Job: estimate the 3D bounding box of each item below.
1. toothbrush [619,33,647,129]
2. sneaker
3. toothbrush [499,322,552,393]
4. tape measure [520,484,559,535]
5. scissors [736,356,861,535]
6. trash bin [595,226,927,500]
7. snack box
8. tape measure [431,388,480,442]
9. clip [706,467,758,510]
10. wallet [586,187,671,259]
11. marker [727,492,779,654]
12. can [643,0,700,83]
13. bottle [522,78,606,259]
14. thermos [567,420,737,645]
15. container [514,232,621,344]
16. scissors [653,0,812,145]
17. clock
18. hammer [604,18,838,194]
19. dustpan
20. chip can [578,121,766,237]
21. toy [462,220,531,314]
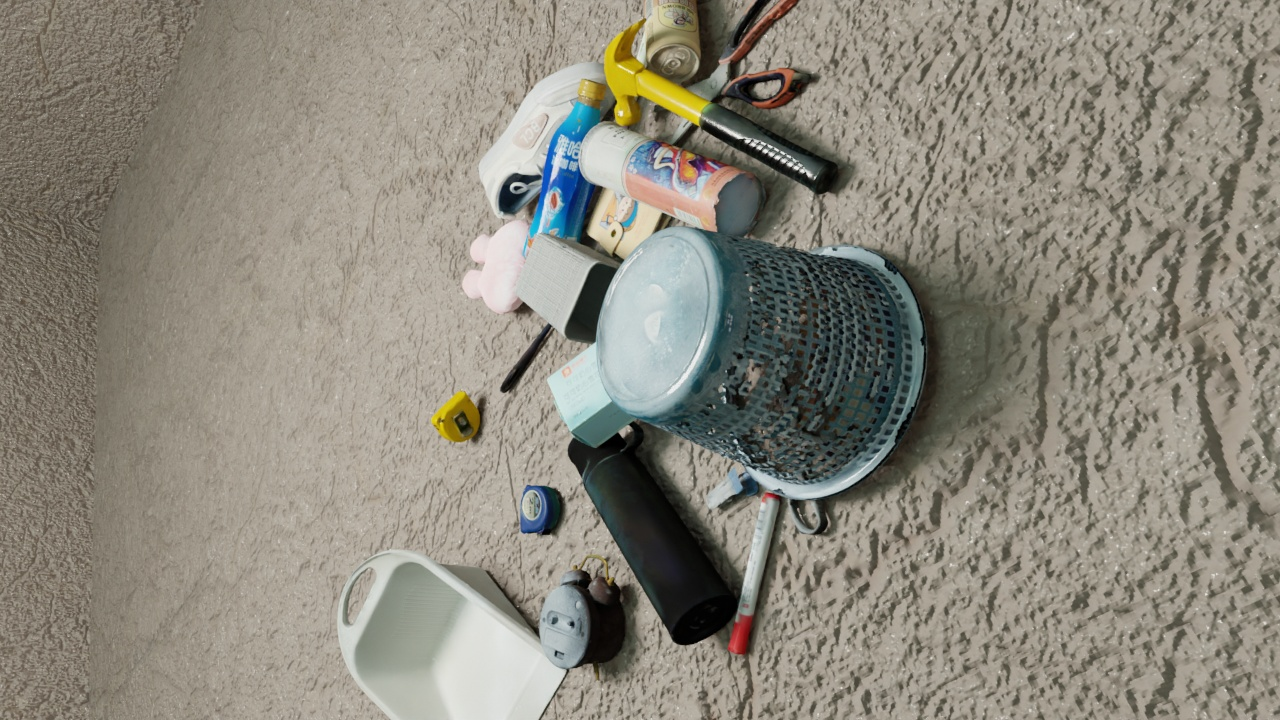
[{"bbox_3d":[-0.011,-0.311,1.064,0.029,0.020,0.189,26,100,55],"label":"toothbrush"},{"bbox_3d":[-0.112,-0.257,1.112,0.243,0.089,0.090,-35,58,37],"label":"sneaker"},{"bbox_3d":[-0.125,-0.027,1.122,0.181,0.015,0.018,-53,41,23],"label":"toothbrush"},{"bbox_3d":[-0.115,0.171,1.054,0.055,0.025,0.058,-10,77,44],"label":"tape measure"},{"bbox_3d":[0.142,0.069,0.809,0.160,0.014,0.180,-20,64,44],"label":"scissors"},{"bbox_3d":[0.080,-0.012,0.745,0.227,0.194,0.226,-23,60,47],"label":"trash bin"},{"bbox_3d":[-0.005,0.005,0.916,0.175,0.051,0.074,-36,53,10],"label":"snack box"},{"bbox_3d":[-0.234,0.077,1.183,0.029,0.057,0.059,7,46,50],"label":"tape measure"},{"bbox_3d":[0.081,0.122,0.857,0.058,0.043,0.026,-41,55,43],"label":"clip"},{"bbox_3d":[-0.015,-0.158,1.030,0.115,0.024,0.087,40,105,44],"label":"wallet"},{"bbox_3d":[0.102,0.190,0.819,0.017,0.017,0.145,13,90,48],"label":"marker"},{"bbox_3d":[0.034,-0.360,0.989,0.059,0.058,0.116,-29,52,40],"label":"can"},{"bbox_3d":[-0.082,-0.212,1.058,0.065,0.065,0.219,37,118,46],"label":"bottle"},{"bbox_3d":[0.007,0.151,0.891,0.242,0.068,0.090,54,125,40],"label":"thermos"},{"bbox_3d":[-0.070,-0.081,1.013,0.114,0.090,0.090,35,106,41],"label":"container"},{"bbox_3d":[0.095,-0.298,0.949,0.227,0.015,0.189,21,96,47],"label":"scissors"},{"bbox_3d":[-0.058,0.262,0.947,0.082,0.055,0.122,2,81,48],"label":"clock"},{"bbox_3d":[0.068,-0.241,0.904,0.032,0.129,0.301,-39,56,-21],"label":"hammer"},{"bbox_3d":[-0.243,0.347,1.065,0.258,0.142,0.223,45,114,45],"label":"dustpan"},{"bbox_3d":[0.028,-0.186,0.942,0.215,0.071,0.071,32,104,41],"label":"chip can"},{"bbox_3d":[-0.179,-0.121,1.177,0.160,0.054,0.121,13,89,53],"label":"toy"}]
